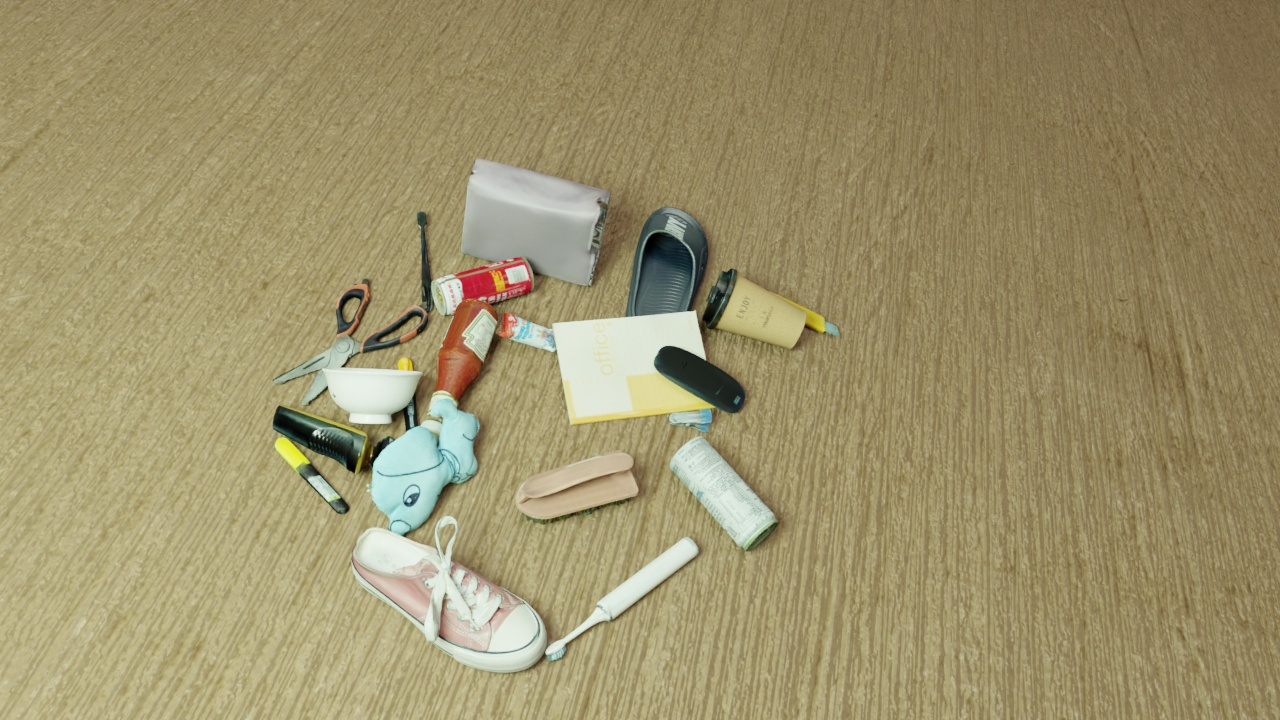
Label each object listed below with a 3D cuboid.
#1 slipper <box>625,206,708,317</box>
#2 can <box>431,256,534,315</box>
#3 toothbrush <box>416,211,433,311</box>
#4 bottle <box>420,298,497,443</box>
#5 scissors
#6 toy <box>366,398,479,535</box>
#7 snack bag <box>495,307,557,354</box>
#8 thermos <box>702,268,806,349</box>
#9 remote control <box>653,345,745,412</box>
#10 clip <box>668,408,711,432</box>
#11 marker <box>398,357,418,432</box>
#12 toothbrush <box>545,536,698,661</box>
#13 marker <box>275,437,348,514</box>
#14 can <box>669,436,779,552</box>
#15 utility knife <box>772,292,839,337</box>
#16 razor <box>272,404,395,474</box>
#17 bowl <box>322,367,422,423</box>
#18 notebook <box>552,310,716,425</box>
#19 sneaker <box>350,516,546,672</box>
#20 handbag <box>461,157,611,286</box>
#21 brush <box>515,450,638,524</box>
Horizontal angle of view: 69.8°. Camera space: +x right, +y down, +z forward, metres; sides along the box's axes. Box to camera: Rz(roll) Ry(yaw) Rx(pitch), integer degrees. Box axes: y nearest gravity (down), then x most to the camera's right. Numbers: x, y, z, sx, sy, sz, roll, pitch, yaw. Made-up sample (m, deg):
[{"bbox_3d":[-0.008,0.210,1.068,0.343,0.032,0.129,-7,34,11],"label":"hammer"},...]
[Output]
[{"bbox_3d":[0.046,-0.141,1.345,0.110,0.083,0.267,16,52,-3],"label":"slipper"},{"bbox_3d":[-0.218,-0.103,1.270,0.132,0.053,0.053,-19,59,-25],"label":"can"},{"bbox_3d":[-0.306,-0.141,1.304,0.015,0.018,0.180,-4,56,-13],"label":"toothbrush"},{"bbox_3d":[-0.236,0.013,1.175,0.060,0.060,0.205,14,54,-2],"label":"bottle"},{"bbox_3d":[-0.374,-0.029,1.199,0.189,0.015,0.224,-1,53,-11],"label":"scissors"},{"bbox_3d":[-0.251,0.123,1.065,0.156,0.050,0.161,6,86,-47],"label":"toy"},{"bbox_3d":[-0.148,-0.036,1.241,0.105,0.026,0.045,20,44,-30],"label":"snack bag"},{"bbox_3d":[0.160,-0.070,1.315,0.143,0.093,0.092,22,51,-5],"label":"thermos"},{"bbox_3d":[0.082,0.023,1.237,0.136,0.024,0.053,30,66,-3],"label":"remote control"},{"bbox_3d":[0.065,0.079,1.219,0.058,0.044,0.027,3,53,-5],"label":"clip"},{"bbox_3d":[-0.293,0.048,1.160,0.018,0.015,0.123,-7,56,-13],"label":"marker"},{"bbox_3d":[-0.020,0.270,1.044,0.220,0.026,0.027,-31,27,-31],"label":"toothbrush"},{"bbox_3d":[-0.384,0.136,1.073,0.124,0.015,0.018,41,56,15],"label":"marker"},{"bbox_3d":[0.102,0.164,1.135,0.058,0.058,0.146,-29,64,-30],"label":"can"},{"bbox_3d":[0.219,-0.075,1.376,0.177,0.015,0.033,26,57,5],"label":"utility knife"},{"bbox_3d":[-0.363,0.093,1.091,0.167,0.062,0.067,20,21,10],"label":"razor"},{"bbox_3d":[-0.326,0.043,1.115,0.118,0.118,0.064,2,91,-12],"label":"bowl"},{"bbox_3d":[-0.007,0.007,1.239,0.206,0.010,0.145,-5,70,-17],"label":"notebook"},{"bbox_3d":[-0.207,0.246,0.980,0.241,0.088,0.118,28,52,10],"label":"sneaker"},{"bbox_3d":[-0.148,-0.202,1.305,0.197,0.145,0.098,14,54,-4],"label":"handbag"},{"bbox_3d":[-0.079,0.150,1.095,0.145,0.073,0.063,-13,58,-20],"label":"brush"}]
